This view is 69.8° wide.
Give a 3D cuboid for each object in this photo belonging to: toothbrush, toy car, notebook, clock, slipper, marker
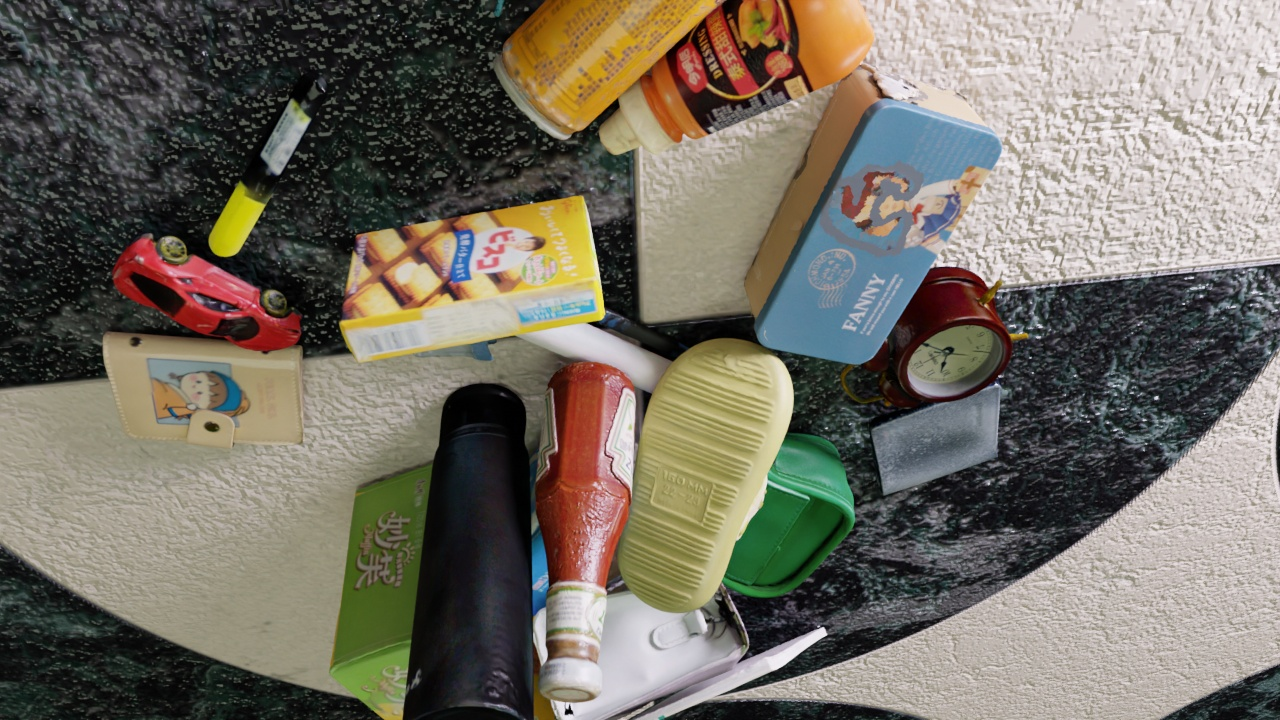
[{"bbox_3d":[-0.014,-0.023,0.602,0.189,0.016,0.014,25,126,-28],"label":"toothbrush"},{"bbox_3d":[-0.250,-0.034,0.536,0.106,0.031,0.049,30,142,-32],"label":"toy car"},{"bbox_3d":[0.075,0.277,0.804,0.151,0.012,0.209,-30,162,17],"label":"notebook"},{"bbox_3d":[0.192,-0.010,0.620,0.122,0.055,0.082,-29,129,18],"label":"clock"},{"bbox_3d":[0.044,0.075,0.620,0.092,0.081,0.191,23,100,20],"label":"slipper"},{"bbox_3d":[-0.004,0.004,0.619,0.221,0.027,0.026,24,90,-27],"label":"toothbrush"},{"bbox_3d":[-0.204,-0.106,0.503,0.018,0.015,0.124,30,117,-23],"label":"marker"}]

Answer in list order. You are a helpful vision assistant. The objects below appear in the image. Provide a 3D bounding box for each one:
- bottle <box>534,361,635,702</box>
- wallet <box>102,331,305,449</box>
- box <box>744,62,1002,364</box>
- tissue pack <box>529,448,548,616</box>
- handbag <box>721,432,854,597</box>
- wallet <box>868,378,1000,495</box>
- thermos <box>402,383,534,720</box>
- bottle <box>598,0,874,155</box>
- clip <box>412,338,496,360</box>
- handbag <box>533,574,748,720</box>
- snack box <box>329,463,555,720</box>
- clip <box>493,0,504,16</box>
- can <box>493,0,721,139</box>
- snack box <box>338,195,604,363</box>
[{"bbox_3d":[-0.035,0.096,0.549,0.060,0.205,0.060,1,144,1],"label":"bottle"},{"bbox_3d":[-0.278,0.022,0.595,0.115,0.024,0.087,3,125,-13],"label":"wallet"},{"bbox_3d":[0.128,-0.077,0.550,0.089,0.059,0.185,9,127,-15],"label":"box"},{"bbox_3d":[-0.068,0.114,0.660,0.052,0.094,0.157,24,125,-25],"label":"tissue pack"},{"bbox_3d":[0.092,0.113,0.708,0.120,0.067,0.132,23,125,-16],"label":"handbag"},{"bbox_3d":[0.223,0.059,0.693,0.097,0.019,0.121,-20,145,6],"label":"wallet"},{"bbox_3d":[-0.099,0.124,0.563,0.068,0.242,0.090,4,128,-10],"label":"thermos"},{"bbox_3d":[0.043,-0.150,0.476,0.150,0.066,0.067,-26,130,22],"label":"bottle"},{"bbox_3d":[-0.123,-0.013,0.591,0.058,0.044,0.027,-1,134,3],"label":"clip"},{"bbox_3d":[0.007,0.220,0.718,0.145,0.098,0.197,-17,160,0],"label":"handbag"},{"bbox_3d":[-0.136,0.202,0.681,0.070,0.157,0.210,-20,130,7],"label":"snack box"},{"bbox_3d":[-0.072,-0.197,0.445,0.039,0.013,0.056,14,126,-21],"label":"clip"},{"bbox_3d":[-0.002,-0.175,0.445,0.146,0.058,0.058,-37,126,22],"label":"can"},{"bbox_3d":[-0.094,-0.048,0.520,0.140,0.086,0.034,-8,131,-2],"label":"snack box"}]
